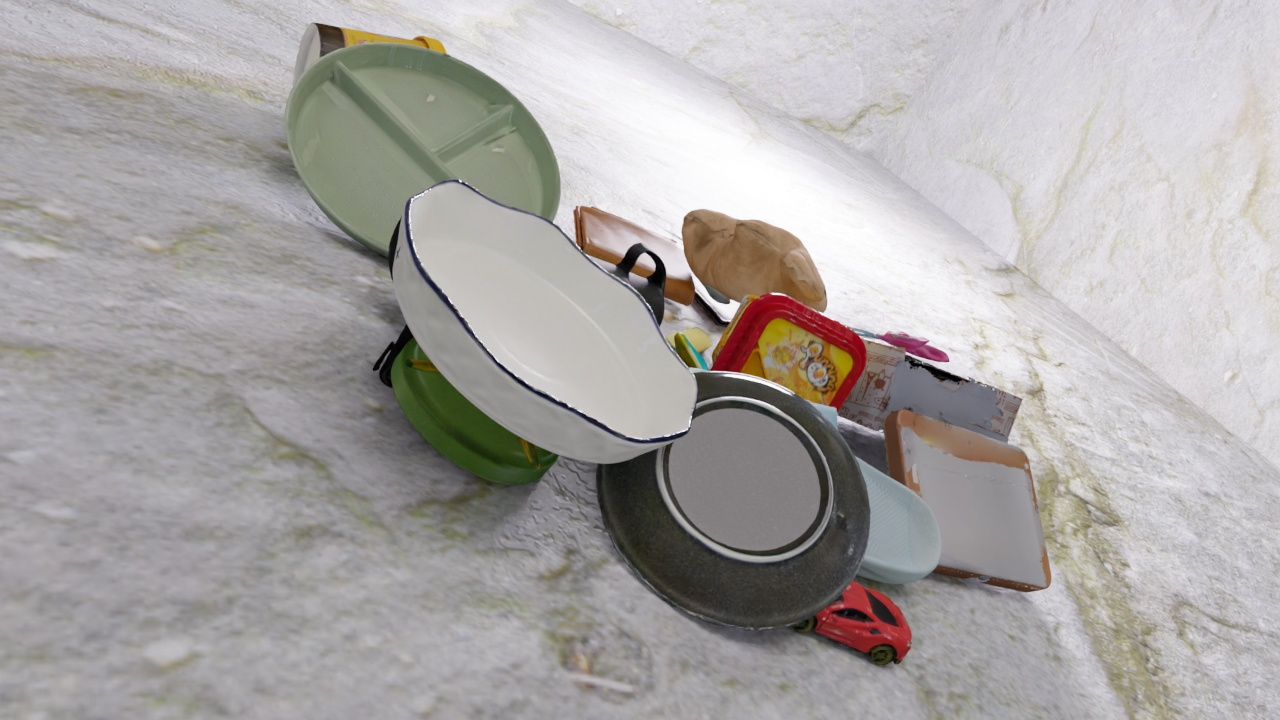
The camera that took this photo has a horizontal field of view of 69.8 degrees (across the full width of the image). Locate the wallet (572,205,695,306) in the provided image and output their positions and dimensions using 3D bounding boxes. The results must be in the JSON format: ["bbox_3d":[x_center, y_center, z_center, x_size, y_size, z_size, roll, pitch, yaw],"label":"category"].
[{"bbox_3d":[-0.008,-0.118,0.969,0.130,0.035,0.119,21,29,-22],"label":"wallet"}]

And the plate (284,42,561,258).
[{"bbox_3d":[-0.175,-0.168,0.761,0.230,0.028,0.229,14,56,-22],"label":"plate"}]

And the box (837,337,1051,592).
[{"bbox_3d":[0.264,0.074,0.828,0.179,0.133,0.271,18,31,-29],"label":"box"}]

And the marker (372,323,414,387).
[{"bbox_3d":[-0.151,-0.020,0.618,0.022,0.020,0.131,22,25,-9],"label":"marker"}]

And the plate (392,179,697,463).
[{"bbox_3d":[-0.057,-0.020,0.534,0.205,0.046,0.204,35,24,-18],"label":"plate"}]

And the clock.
[{"bbox_3d":[-0.084,0.009,0.574,0.116,0.056,0.161,41,21,-6],"label":"clock"}]

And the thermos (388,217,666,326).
[{"bbox_3d":[-0.069,-0.069,0.699,0.068,0.090,0.242,41,18,33],"label":"thermos"}]

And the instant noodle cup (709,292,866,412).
[{"bbox_3d":[0.119,-0.001,0.812,0.116,0.116,0.123,27,12,-10],"label":"instant noodle cup"}]

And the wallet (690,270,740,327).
[{"bbox_3d":[0.088,-0.074,1.027,0.096,0.020,0.122,2,37,-40],"label":"wallet"}]

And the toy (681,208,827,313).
[{"bbox_3d":[0.128,-0.086,0.900,0.143,0.082,0.226,34,-3,-32],"label":"toy"}]

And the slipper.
[{"bbox_3d":[0.123,0.083,0.646,0.245,0.074,0.103,28,49,-16],"label":"slipper"}]

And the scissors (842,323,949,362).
[{"bbox_3d":[0.230,-0.020,0.853,0.131,0.017,0.133,16,0,-25],"label":"scissors"}]

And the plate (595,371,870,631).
[{"bbox_3d":[0.062,0.076,0.570,0.179,0.024,0.179,7,54,-10],"label":"plate"}]

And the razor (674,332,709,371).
[{"bbox_3d":[0.068,0.029,0.734,0.028,0.043,0.132,-33,77,-34],"label":"razor"}]

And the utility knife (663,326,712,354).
[{"bbox_3d":[0.038,-0.017,0.813,0.031,0.021,0.208,39,9,9],"label":"utility knife"}]

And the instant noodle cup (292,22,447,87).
[{"bbox_3d":[-0.251,-0.250,0.847,0.114,0.119,0.118,3,35,-35],"label":"instant noodle cup"}]

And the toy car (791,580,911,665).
[{"bbox_3d":[0.126,0.158,0.589,0.106,0.031,0.049,24,23,-13],"label":"toy car"}]
